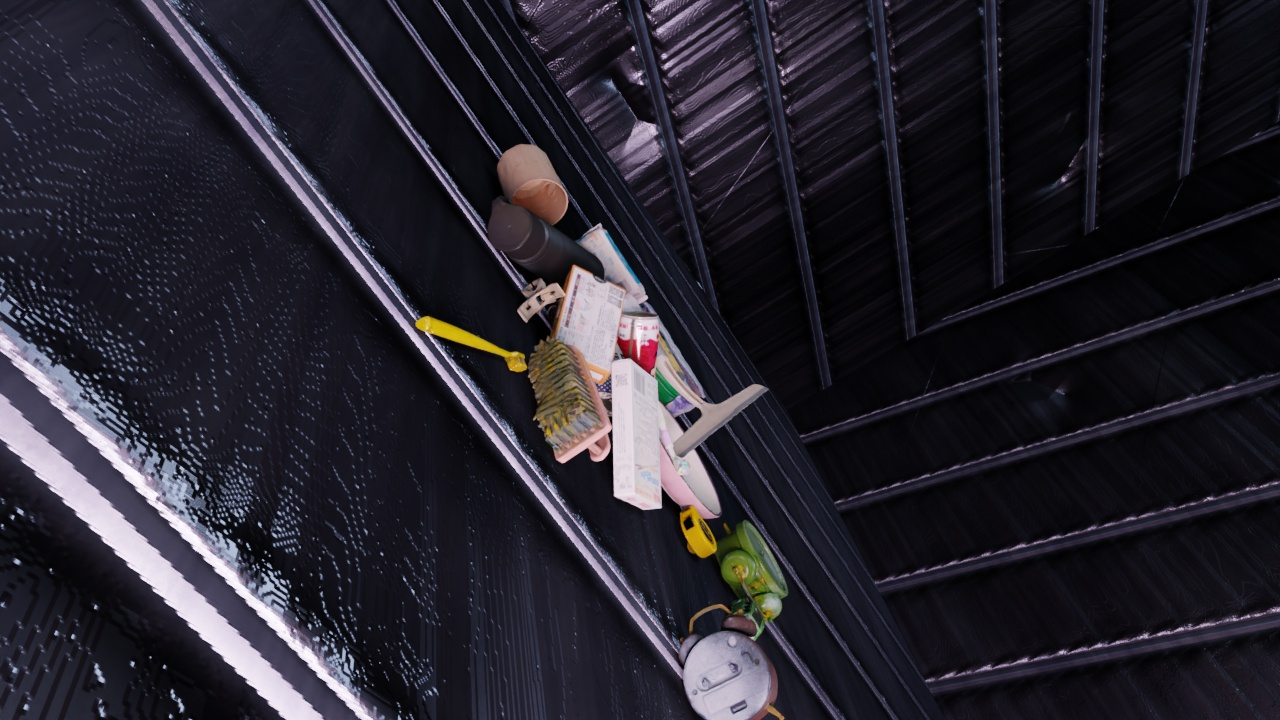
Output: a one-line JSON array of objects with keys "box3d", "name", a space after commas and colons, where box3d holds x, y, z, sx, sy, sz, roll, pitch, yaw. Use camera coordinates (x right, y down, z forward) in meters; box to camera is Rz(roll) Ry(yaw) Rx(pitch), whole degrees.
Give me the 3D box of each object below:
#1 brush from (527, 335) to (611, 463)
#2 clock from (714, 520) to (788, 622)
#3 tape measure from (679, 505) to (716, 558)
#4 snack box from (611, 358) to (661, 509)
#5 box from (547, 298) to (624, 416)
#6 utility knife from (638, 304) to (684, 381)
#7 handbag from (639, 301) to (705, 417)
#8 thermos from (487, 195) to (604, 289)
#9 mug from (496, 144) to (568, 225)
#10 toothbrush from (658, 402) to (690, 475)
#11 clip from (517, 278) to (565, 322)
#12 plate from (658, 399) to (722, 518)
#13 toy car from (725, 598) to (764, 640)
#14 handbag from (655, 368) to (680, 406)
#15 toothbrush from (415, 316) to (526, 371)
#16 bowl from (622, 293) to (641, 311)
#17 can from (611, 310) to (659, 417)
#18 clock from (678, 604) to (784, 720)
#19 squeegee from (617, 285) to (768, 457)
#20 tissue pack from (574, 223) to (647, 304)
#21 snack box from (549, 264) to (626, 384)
[{"box3d": [-0.072, 0.037, 0.925, 0.073, 0.063, 0.145, 44, 15, -41], "name": "brush"}, {"box3d": [0.150, 0.289, 1.251, 0.116, 0.056, 0.161, 55, 10, -13], "name": "clock"}, {"box3d": [0.070, 0.220, 1.150, 0.060, 0.029, 0.057, 55, 10, -16], "name": "tape measure"}, {"box3d": [-0.004, 0.084, 1.039, 0.084, 0.027, 0.156, 40, 45, -60], "name": "snack box"}, {"box3d": [-0.056, -0.014, 1.111, 0.074, 0.077, 0.163, 23, 37, -57], "name": "box"}, {"box3d": [0.027, -0.030, 1.380, 0.031, 0.019, 0.177, 42, 10, -52], "name": "utility knife"}, {"box3d": [0.029, -0.001, 1.481, 0.194, 0.076, 0.134, 59, 10, 3], "name": "handbag"}, {"box3d": [-0.123, -0.151, 1.208, 0.090, 0.068, 0.242, 66, 12, 17], "name": "thermos"}, {"box3d": [-0.155, -0.235, 1.324, 0.125, 0.084, 0.103, 83, -12, -45], "name": "mug"}, {"box3d": [0.023, 0.061, 1.176, 0.029, 0.020, 0.189, 43, 22, -58], "name": "toothbrush"}, {"box3d": [-0.121, -0.072, 1.090, 0.034, 0.060, 0.097, 56, -1, -15], "name": "clip"}, {"box3d": [0.044, 0.136, 1.247, 0.192, 0.039, 0.192, 55, 10, -16], "name": "plate"}, {"box3d": [0.132, 0.320, 1.134, 0.043, 0.036, 0.091, 57, 6, 4], "name": "toy car"}, {"box3d": [0.002, 0.008, 1.345, 0.120, 0.068, 0.131, 50, 12, -33], "name": "handbag"}, {"box3d": [-0.148, -0.012, 0.836, 0.016, 0.016, 0.190, 68, 12, 16], "name": "toothbrush"}, {"box3d": [-0.035, -0.054, 1.212, 0.118, 0.064, 0.118, 52, -25, 37], "name": "bowl"}, {"box3d": [-0.007, 0.007, 1.150, 0.053, 0.053, 0.133, -65, 160, -78], "name": "can"}, {"box3d": [0.081, 0.286, 0.856, 0.055, 0.082, 0.121, 50, 13, -57], "name": "clock"}, {"box3d": [0.034, -0.001, 1.275, 0.246, 0.039, 0.245, 51, 40, 7], "name": "squeegee"}, {"box3d": [-0.061, -0.129, 1.387, 0.140, 0.090, 0.063, 57, 11, -2], "name": "tissue pack"}, {"box3d": [-0.063, -0.045, 1.087, 0.075, 0.026, 0.153, 24, 43, -14], "name": "snack box"}]
